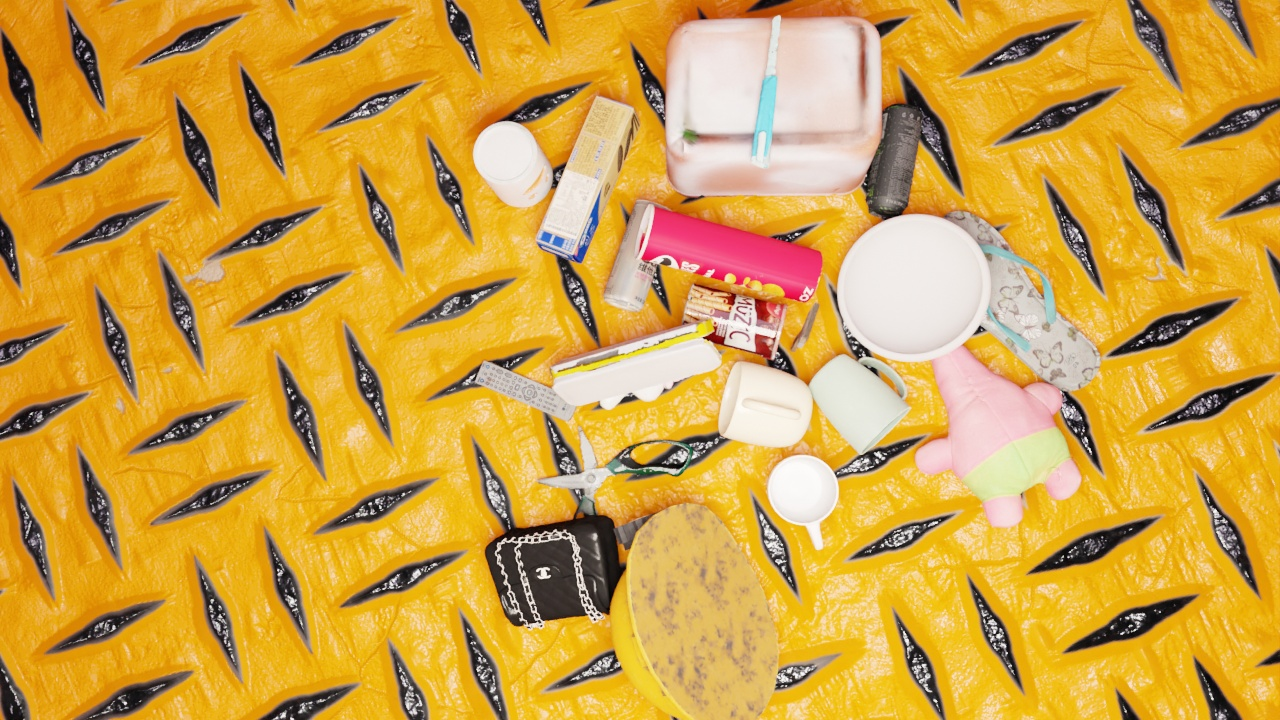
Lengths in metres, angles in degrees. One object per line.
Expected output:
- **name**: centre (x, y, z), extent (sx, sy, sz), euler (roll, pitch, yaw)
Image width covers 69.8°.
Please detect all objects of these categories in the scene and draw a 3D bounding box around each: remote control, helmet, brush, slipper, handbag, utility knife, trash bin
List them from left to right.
- **remote control**: centre (-0.146, 0.040, 1.182), extent (0.136, 0.013, 0.033), euler (22, 87, 6)
- **handbag**: centre (-0.106, 0.261, 1.101), extent (0.154, 0.114, 0.125), euler (-13, 90, 14)
- **helmet**: centre (0.038, 0.308, 1.075), extent (0.132, 0.204, 0.255), euler (-30, 76, 44)
- **trash bin**: centre (0.155, -0.308, 1.118), extent (0.260, 0.157, 0.181), euler (1, 84, 6)
- **utility knife**: centre (0.147, -0.303, 1.031), extent (0.022, 0.015, 0.176), euler (9, 87, 5)
- **brush**: centre (0.192, -0.029, 1.095), extent (0.008, 0.143, 0.045), euler (20, 78, 5)
- **slipper**: centre (0.454, -0.070, 1.123), extent (0.098, 0.054, 0.269), euler (-39, 84, 3)

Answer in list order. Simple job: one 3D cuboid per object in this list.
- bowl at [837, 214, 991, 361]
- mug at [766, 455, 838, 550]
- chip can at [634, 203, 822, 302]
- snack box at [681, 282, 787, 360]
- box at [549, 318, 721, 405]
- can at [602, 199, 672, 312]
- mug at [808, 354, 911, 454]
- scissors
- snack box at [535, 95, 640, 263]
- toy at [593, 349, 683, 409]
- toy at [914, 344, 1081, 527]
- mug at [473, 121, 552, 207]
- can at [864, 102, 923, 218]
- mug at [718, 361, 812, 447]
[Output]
- **bowl**: centre (0.333, -0.085, 1.117), extent (0.177, 0.066, 0.176), euler (-1, 87, 24)
- **mug**: centre (0.197, 0.170, 1.104), extent (0.081, 0.087, 0.114), euler (-17, 83, 3)
- **chip can**: centre (0.108, -0.129, 1.122), extent (0.220, 0.069, 0.069), euler (14, 86, -10)
- **snack box**: centre (0.115, -0.049, 1.140), extent (0.121, 0.072, 0.072), euler (15, 86, 6)
- **box**: centre (-0.009, 0.000, 1.108), extent (0.210, 0.067, 0.070), euler (-16, 75, 19)
- **can**: centre (-0.003, -0.131, 1.166), extent (0.054, 0.054, 0.135), euler (19, 86, 6)
- **mug**: centre (0.272, 0.042, 1.120), extent (0.111, 0.084, 0.104), euler (-32, 69, -27)
- **scissors**: centre (-0.029, 0.180, 1.160), extent (0.202, 0.015, 0.203), euler (-5, 86, 4)
- **snack box**: centre (-0.067, -0.230, 1.181), extent (0.056, 0.057, 0.206), euler (22, 87, 10)
- **toy**: centre (-0.002, 0.017, 1.160), extent (0.123, 0.038, 0.079), euler (-9, 87, 12)
- **toy**: centre (0.415, 0.075, 1.098), extent (0.192, 0.097, 0.236), euler (-27, 69, 5)
- **mug**: centre (-0.160, -0.247, 1.164), extent (0.082, 0.105, 0.082), euler (0, 85, 4)
- **can**: centre (0.318, -0.250, 1.150), extent (0.054, 0.054, 0.137), euler (10, 86, 6)
- **mug**: centre (0.157, 0.058, 1.102), extent (0.099, 0.120, 0.096), euler (14, 90, -5)
